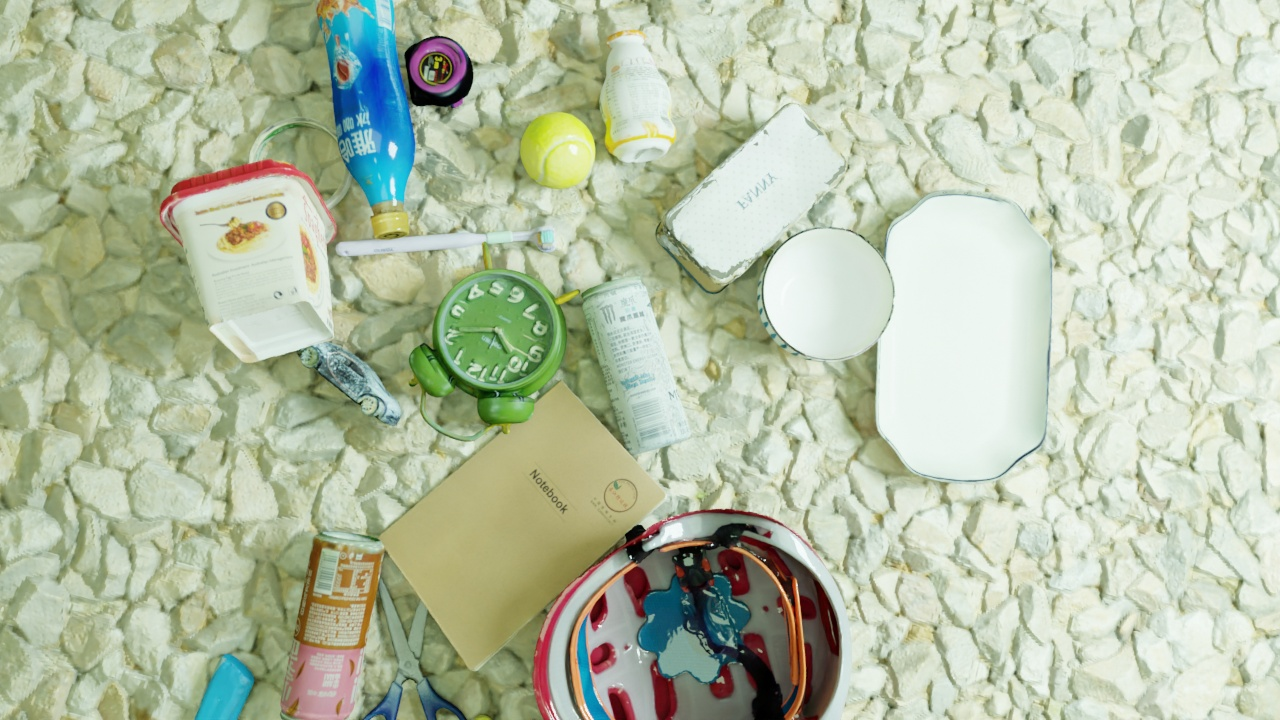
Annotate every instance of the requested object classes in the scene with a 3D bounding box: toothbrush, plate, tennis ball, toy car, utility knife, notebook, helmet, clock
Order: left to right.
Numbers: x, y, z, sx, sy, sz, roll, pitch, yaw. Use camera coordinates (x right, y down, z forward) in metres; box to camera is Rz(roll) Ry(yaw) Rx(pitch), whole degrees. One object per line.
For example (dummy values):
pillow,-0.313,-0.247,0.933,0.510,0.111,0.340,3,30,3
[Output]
utility knife,-0.363,0.333,0.742,0.034,0.018,0.187,22,83,8
toy car,-0.241,0.015,0.768,0.105,0.049,0.031,41,86,-2
toothbrush,-0.169,-0.102,0.801,0.189,0.029,0.021,-4,45,-5
clock,-0.128,-0.009,0.778,0.116,0.056,0.161,26,83,-2
notebook,-0.101,0.131,0.763,0.207,0.008,0.148,-41,64,-7
tennis ball,-0.072,-0.181,0.794,0.065,0.065,0.065,1,85,-6
helmet,0.044,0.223,0.736,0.240,0.144,0.207,-16,86,7
plate,0.289,-0.022,0.834,0.162,0.034,0.265,4,85,-5

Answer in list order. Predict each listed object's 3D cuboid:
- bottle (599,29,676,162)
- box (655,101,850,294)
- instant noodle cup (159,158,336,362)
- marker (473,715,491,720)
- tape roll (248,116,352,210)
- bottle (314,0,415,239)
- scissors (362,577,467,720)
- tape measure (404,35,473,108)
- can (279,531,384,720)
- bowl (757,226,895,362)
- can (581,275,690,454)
bottle,-0.005,-0.232,0.806,0.063,0.063,0.108,-8,86,-7
box,0.103,-0.147,0.814,0.184,0.061,0.090,-41,91,-10
instant noodle cup,-0.299,-0.075,0.725,0.116,0.116,0.124,-17,70,-8
marker,-0.095,0.345,0.771,0.124,0.015,0.018,45,79,-2
tape roll,-0.294,-0.168,0.795,0.086,0.014,0.085,1,85,-6
bottle,-0.228,-0.212,0.781,0.065,0.065,0.218,-10,87,-7
scissors,-0.198,0.271,0.769,0.160,0.012,0.163,-41,89,-9
tape measure,-0.175,-0.252,0.803,0.058,0.039,0.057,-12,86,-2
can,-0.249,0.216,0.744,0.058,0.058,0.147,10,84,-5
bowl,0.156,-0.054,0.807,0.116,0.066,0.116,0,85,-5
can,-0.005,0.005,0.789,0.058,0.058,0.146,-17,87,-7
